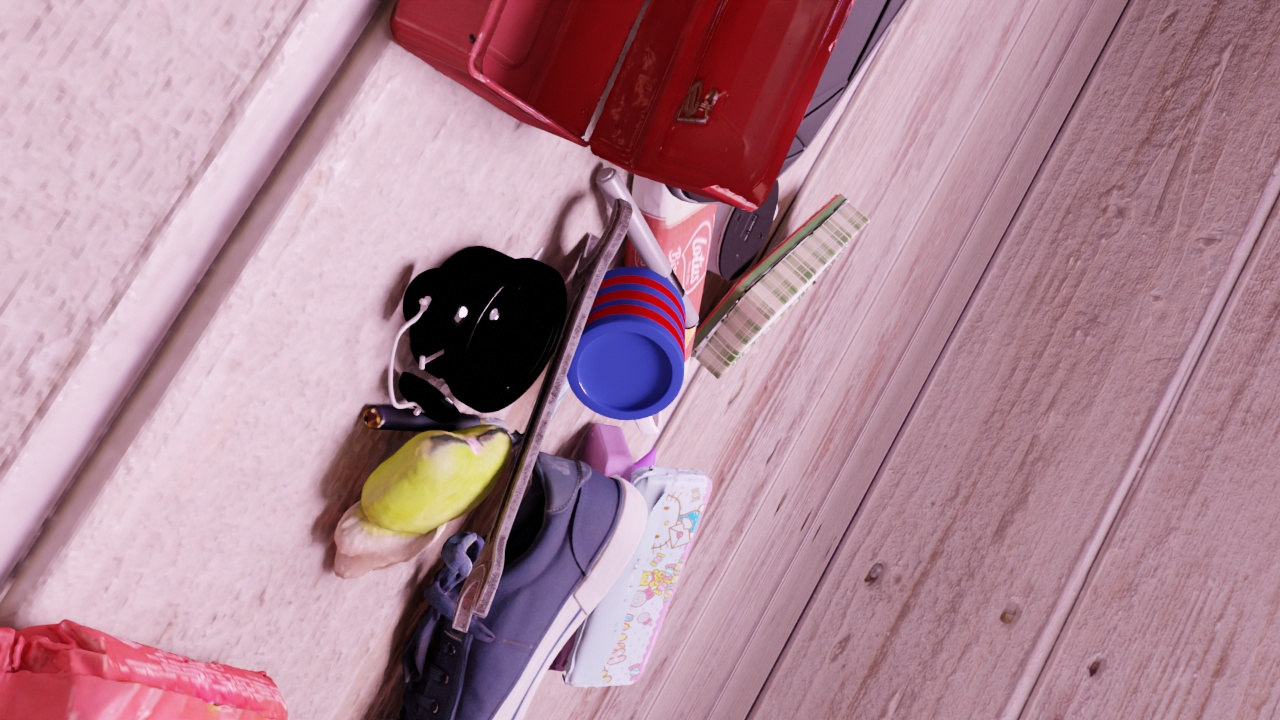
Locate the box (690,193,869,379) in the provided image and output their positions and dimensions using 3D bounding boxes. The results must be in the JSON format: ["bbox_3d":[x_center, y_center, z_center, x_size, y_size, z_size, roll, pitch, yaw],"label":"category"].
[{"bbox_3d":[0.130,-0.074,0.861,0.204,0.050,0.118,-43,171,-39],"label":"box"}]

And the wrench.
[{"bbox_3d":[-0.055,0.023,0.537,0.070,0.010,0.272,-30,-141,62],"label":"wrench"}]

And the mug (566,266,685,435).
[{"bbox_3d":[-0.004,0.003,0.615,0.076,0.075,0.112,-84,162,-58],"label":"mug"}]

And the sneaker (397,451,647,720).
[{"bbox_3d":[-0.123,0.186,0.624,0.127,0.121,0.294,34,89,-25],"label":"sneaker"}]

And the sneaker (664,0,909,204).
[{"bbox_3d":[0.069,-0.225,0.528,0.093,0.160,0.257,1,141,-38],"label":"sneaker"}]

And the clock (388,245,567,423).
[{"bbox_3d":[-0.091,-0.015,0.499,0.120,0.042,0.091,-35,145,-48],"label":"clock"}]

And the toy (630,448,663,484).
[{"bbox_3d":[-0.009,0.125,0.820,0.105,0.056,0.088,-38,144,-27],"label":"toy"}]

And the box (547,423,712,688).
[{"bbox_3d":[-0.016,0.164,0.753,0.089,0.092,0.214,-114,-142,-62],"label":"box"}]

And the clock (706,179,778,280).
[{"bbox_3d":[0.081,-0.115,0.772,0.094,0.035,0.122,-65,158,5],"label":"clock"}]

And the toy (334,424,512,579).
[{"bbox_3d":[-0.127,0.081,0.514,0.118,0.043,0.092,-47,162,20],"label":"toy"}]

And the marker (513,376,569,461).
[{"bbox_3d":[-0.052,0.013,0.656,0.141,0.013,0.013,-61,157,-5],"label":"marker"}]

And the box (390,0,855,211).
[{"bbox_3d":[-0.014,-0.177,0.414,0.165,0.152,0.157,19,97,-30],"label":"box"}]

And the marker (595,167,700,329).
[{"bbox_3d":[0.007,-0.073,0.620,0.016,0.016,0.140,-53,134,-22],"label":"marker"}]

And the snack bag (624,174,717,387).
[{"bbox_3d":[0.018,-0.058,0.695,0.077,0.041,0.226,-38,149,-41],"label":"snack bag"}]

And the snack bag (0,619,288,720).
[{"bbox_3d":[-0.212,0.162,0.394,0.082,0.082,0.176,-56,157,-17],"label":"snack bag"}]

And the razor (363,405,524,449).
[{"bbox_3d":[-0.113,0.039,0.546,0.043,0.022,0.144,-29,159,16],"label":"razor"}]
